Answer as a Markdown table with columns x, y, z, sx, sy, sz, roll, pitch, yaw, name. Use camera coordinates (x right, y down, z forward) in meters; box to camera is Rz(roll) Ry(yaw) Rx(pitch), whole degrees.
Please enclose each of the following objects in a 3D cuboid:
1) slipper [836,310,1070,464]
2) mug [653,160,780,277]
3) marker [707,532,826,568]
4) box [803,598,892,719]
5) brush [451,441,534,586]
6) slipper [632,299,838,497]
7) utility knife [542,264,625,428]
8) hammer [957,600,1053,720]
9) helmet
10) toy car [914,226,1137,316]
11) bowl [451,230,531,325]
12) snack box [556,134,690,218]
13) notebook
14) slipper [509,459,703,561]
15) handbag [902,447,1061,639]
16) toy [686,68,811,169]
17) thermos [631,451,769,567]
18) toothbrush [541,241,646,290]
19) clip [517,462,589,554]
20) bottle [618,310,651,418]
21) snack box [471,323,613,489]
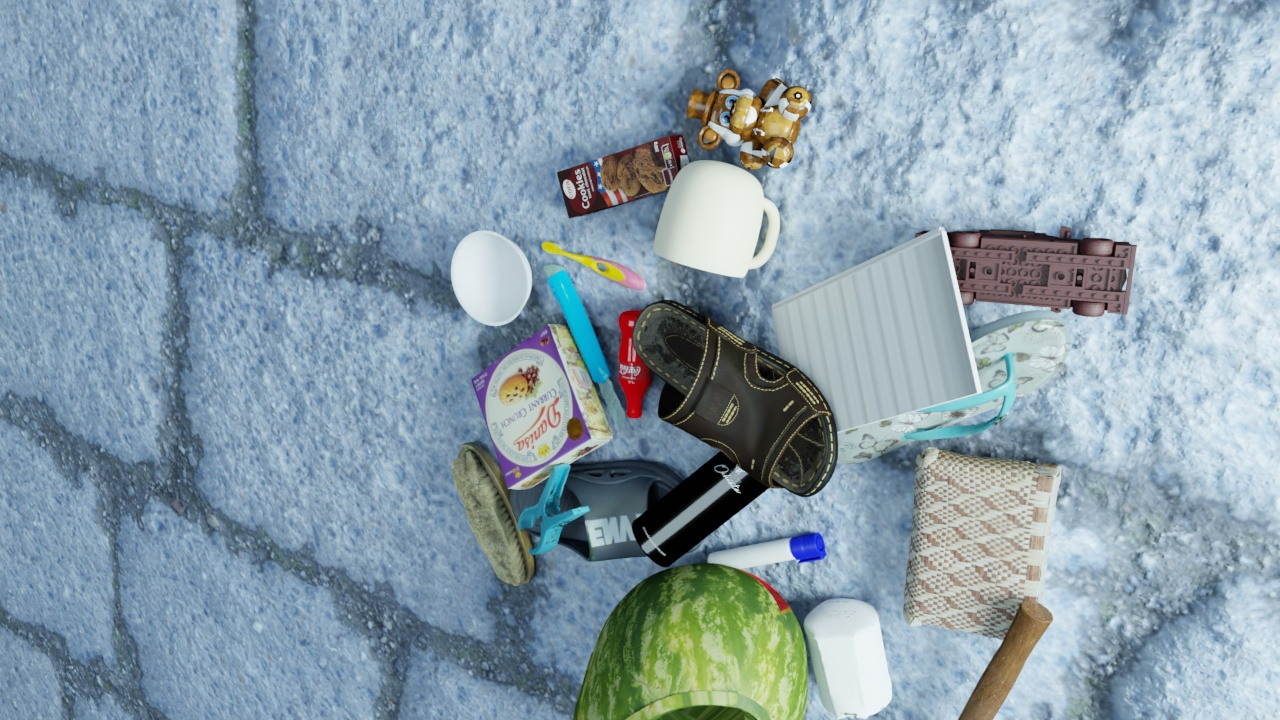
| x | y | z | sx | sy | sz | roll | pitch | yaw | name |
| --- | --- | --- | --- | --- | --- | --- | --- | --- | --- |
| 0.271 | 0.048 | 0.826 | 0.270 | 0.098 | 0.054 | -38 | 39 | 42 | slipper |
| 0.081 | -0.139 | 0.891 | 0.120 | 0.096 | 0.100 | 11 | 104 | -16 | mug |
| 0.135 | 0.211 | 0.994 | 0.133 | 0.023 | 0.027 | -19 | 92 | 32 | marker |
| 0.216 | 0.336 | 0.944 | 0.083 | 0.092 | 0.166 | -11 | 101 | 20 | box |
| -0.186 | 0.196 | 1.161 | 0.059 | 0.043 | 0.195 | -19 | 95 | 32 | brush |
| 0.080 | 0.030 | 0.892 | 0.268 | 0.075 | 0.113 | 41 | 112 | 30 | slipper |
| -0.061 | -0.019 | 1.037 | 0.031 | 0.015 | 0.205 | -27 | 82 | 31 | utility knife |
| 0.326 | 0.360 | 0.900 | 0.115 | 0.033 | 0.324 | 26 | 123 | 22 | hammer |
| 0.057 | 0.325 | 0.946 | 0.213 | 0.247 | 0.243 | 39 | 102 | -11 | helmet |
| 0.323 | -0.078 | 0.782 | 0.170 | 0.061 | 0.070 | 8 | 108 | 27 | toy car |
| -0.164 | -0.098 | 1.067 | 0.110 | 0.040 | 0.110 | 9 | 108 | 28 | bowl |
| -0.017 | -0.192 | 0.962 | 0.141 | 0.031 | 0.051 | -10 | 98 | 31 | snack box |
| 0.203 | -0.015 | 0.831 | 0.210 | 0.009 | 0.142 | -25 | 68 | 52 | notebook |
| -0.056 | 0.175 | 1.060 | 0.269 | 0.083 | 0.111 | -1 | 102 | 31 | slipper |
| 0.318 | 0.173 | 0.866 | 0.124 | 0.046 | 0.186 | 7 | 109 | 22 | handbag |
| 0.099 | -0.229 | 0.867 | 0.113 | 0.067 | 0.087 | 20 | 98 | 10 | toy |
| 0.095 | 0.123 | 0.949 | 0.232 | 0.061 | 0.061 | -41 | 82 | 15 | thermos |
| -0.051 | -0.107 | 1.017 | 0.135 | 0.016 | 0.021 | 24 | 112 | 20 | toothbrush |
| -0.096 | 0.188 | 1.039 | 0.127 | 0.028 | 0.113 | -42 | 59 | 45 | clip |
| -0.006 | 0.006 | 1.009 | 0.036 | 0.036 | 0.119 | 9 | 109 | 27 | bottle |
| -0.117 | 0.054 | 1.062 | 0.144 | 0.040 | 0.148 | -33 | 70 | 32 | snack box |
